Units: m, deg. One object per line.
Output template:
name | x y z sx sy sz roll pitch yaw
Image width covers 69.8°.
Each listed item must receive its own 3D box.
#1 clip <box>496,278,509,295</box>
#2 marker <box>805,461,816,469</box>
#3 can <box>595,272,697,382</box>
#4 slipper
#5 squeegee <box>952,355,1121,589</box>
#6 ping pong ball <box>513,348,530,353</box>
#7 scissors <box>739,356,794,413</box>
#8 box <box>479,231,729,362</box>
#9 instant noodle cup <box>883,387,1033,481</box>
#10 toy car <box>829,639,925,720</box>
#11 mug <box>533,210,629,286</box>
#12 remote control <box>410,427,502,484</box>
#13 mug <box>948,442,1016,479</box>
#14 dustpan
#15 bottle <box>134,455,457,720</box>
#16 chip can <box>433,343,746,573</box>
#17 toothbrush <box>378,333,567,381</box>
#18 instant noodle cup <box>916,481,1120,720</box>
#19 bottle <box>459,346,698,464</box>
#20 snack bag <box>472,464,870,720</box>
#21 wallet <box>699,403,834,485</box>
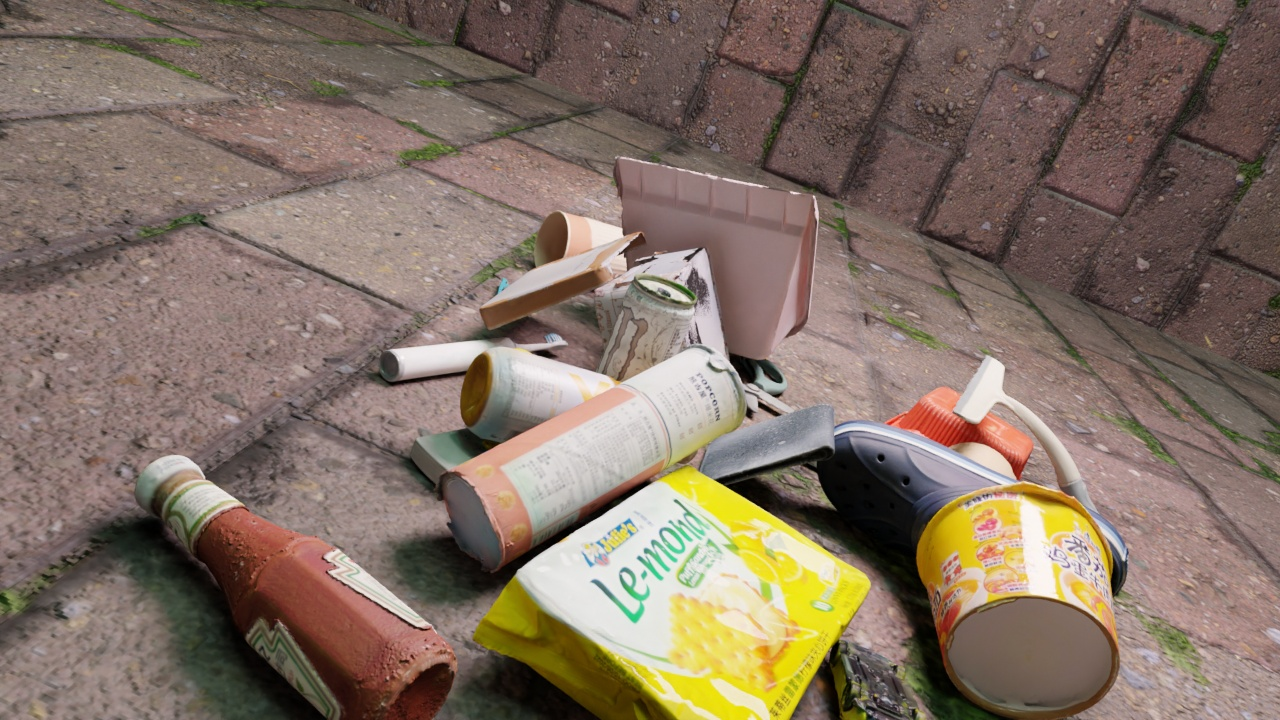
clip | -0.148 -0.076 1.009 0.049 0.015 0.056 23 19 -4
marker | 0.182 0.102 0.888 0.124 0.018 0.015 25 22 11
can | -0.005 0.004 0.762 0.058 0.147 0.058 19 21 -8
slipper | 0.254 0.136 0.743 0.253 0.105 0.095 21 28 24
squeegee | 0.405 0.113 0.888 0.246 0.039 0.245 57 29 5
ping pong ball | -0.108 0.009 0.800 0.040 0.040 0.040 19 21 -8
scissors | 0.107 0.014 1.033 0.170 0.019 0.178 27 20 18
box | -0.033 -0.032 0.882 0.193 0.157 0.182 -9 14 17
instant noodle cup | 0.346 0.094 0.986 0.164 0.079 0.188 34 20 21
toy car | 0.143 0.209 0.571 0.048 0.032 0.105 22 9 2
mug | -0.074 -0.133 1.147 0.105 0.081 0.115 9 -5 -34
remote control | -0.105 0.069 0.687 0.056 0.019 0.134 35 25 29
mug | 0.275 0.117 0.853 0.125 0.084 0.103 31 24 29
dustpan | 0.091 -0.115 1.040 0.223 0.274 0.138 18 37 18
bottle | -0.181 0.111 0.458 0.206 0.060 0.059 29 22 25
chip can | -0.026 0.060 0.613 0.214 0.071 0.071 -27 48 -35
toothbrush | -0.139 -0.007 0.827 0.220 0.027 0.026 -10 60 -54
instant noodle cup | 0.267 0.174 0.647 0.138 0.138 0.109 23 29 4
bottle | -0.040 0.042 0.694 0.189 0.068 0.068 17 21 -30
snack bag | 0.033 0.153 0.547 0.158 0.068 0.245 30 22 20
wallet | 0.108 0.074 0.785 0.121 0.019 0.097 -19 11 18
